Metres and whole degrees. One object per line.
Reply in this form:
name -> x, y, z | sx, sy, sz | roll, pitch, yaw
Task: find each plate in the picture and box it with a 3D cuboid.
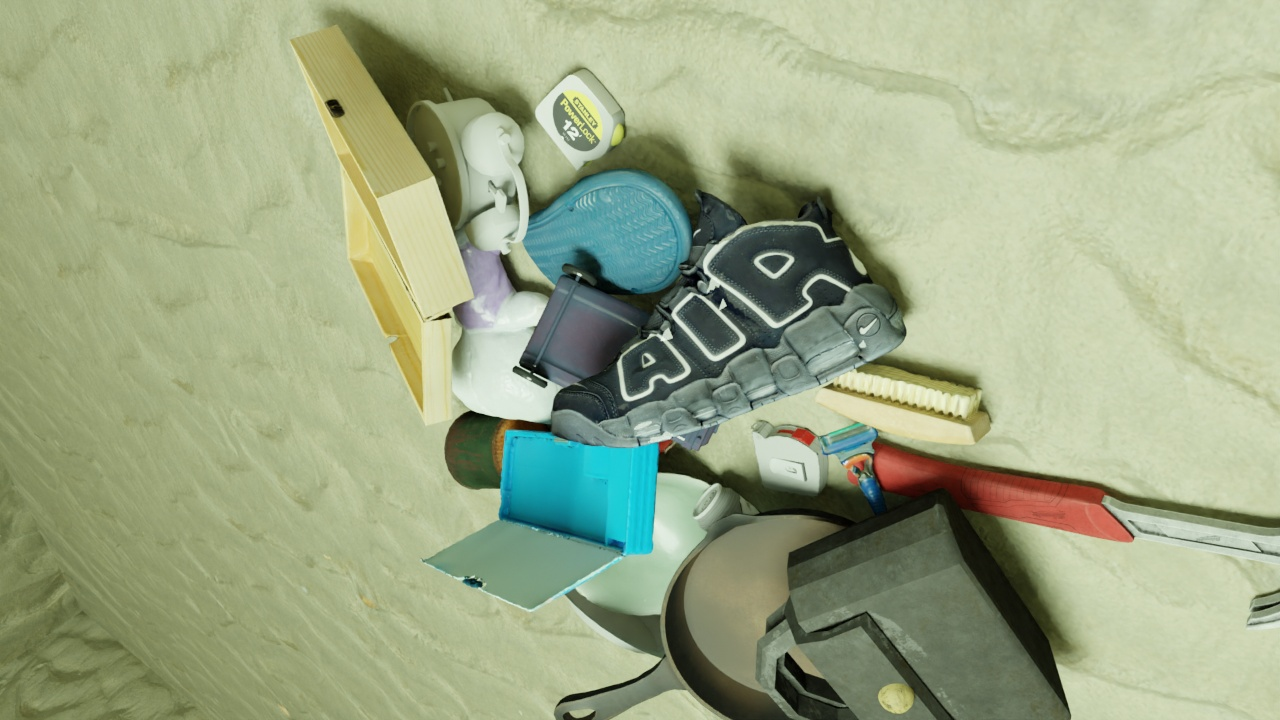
plate -> -0.024, 0.255, 0.929 | 0.173, 0.172, 0.019 | 33, 95, 16

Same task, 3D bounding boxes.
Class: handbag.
handbag -> 0.181, 0.218, 0.686 | 0.200, 0.102, 0.197 | -29, 113, 24

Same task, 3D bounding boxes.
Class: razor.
razor -> 0.179, 0.108, 0.701 | 0.044, 0.018, 0.141 | -21, 108, 13

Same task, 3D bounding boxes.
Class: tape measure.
tape measure -> -0.045, -0.184, 0.708 | 0.064, 0.016, 0.065 | 52, 138, -4
tape measure -> 0.125, 0.084, 0.768 | 0.062, 0.020, 0.060 | 8, 125, 36

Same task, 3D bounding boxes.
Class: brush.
brush -> 0.188, 0.028, 0.655 | 0.117, 0.049, 0.039 | 18, 108, 31

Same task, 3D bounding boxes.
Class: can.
can -> 0.099, 0.156, 0.813 | 0.106, 0.043, 0.044 | 38, 139, -7

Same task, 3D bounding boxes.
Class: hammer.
hammer -> 0.294, 0.103, 0.635 | 0.316, 0.036, 0.126 | 7, 127, 37

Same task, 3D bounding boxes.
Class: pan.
pan -> 0.078, 0.249, 0.804 | 0.357, 0.043, 0.249 | -27, 105, 18

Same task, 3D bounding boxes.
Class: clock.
clock -> -0.139, -0.153, 0.746 | 0.159, 0.061, 0.120 | 44, 142, 38

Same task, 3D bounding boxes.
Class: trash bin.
trash bin -> -0.004, 0.004, 0.725 | 0.161, 0.093, 0.092 | 25, 177, 6

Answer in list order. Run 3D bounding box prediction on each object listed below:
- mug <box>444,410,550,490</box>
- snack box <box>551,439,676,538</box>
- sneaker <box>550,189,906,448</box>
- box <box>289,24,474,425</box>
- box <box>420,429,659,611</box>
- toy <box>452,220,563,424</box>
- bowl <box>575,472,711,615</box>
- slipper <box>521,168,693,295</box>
mug -> -0.146, 0.078, 0.952 | 0.081, 0.084, 0.111 | -6, 89, 40
snack box -> -0.046, 0.111, 0.887 | 0.274, 0.076, 0.044 | -52, 48, 48
sneaker -> 0.041, -0.037, 0.626 | 0.097, 0.252, 0.151 | -93, -17, -87
box -> -0.220, -0.114, 0.788 | 0.247, 0.076, 0.258 | 55, 150, 37
box -> -0.078, 0.137, 0.783 | 0.075, 0.166, 0.244 | 41, 158, -23
toy -> -0.141, -0.032, 0.858 | 0.138, 0.085, 0.209 | -1, 115, 39
bowl -> 0.009, 0.158, 0.879 | 0.174, 0.067, 0.174 | -4, 120, -7
slipper -> -0.026, -0.099, 0.729 | 0.104, 0.059, 0.214 | 52, 153, -17
